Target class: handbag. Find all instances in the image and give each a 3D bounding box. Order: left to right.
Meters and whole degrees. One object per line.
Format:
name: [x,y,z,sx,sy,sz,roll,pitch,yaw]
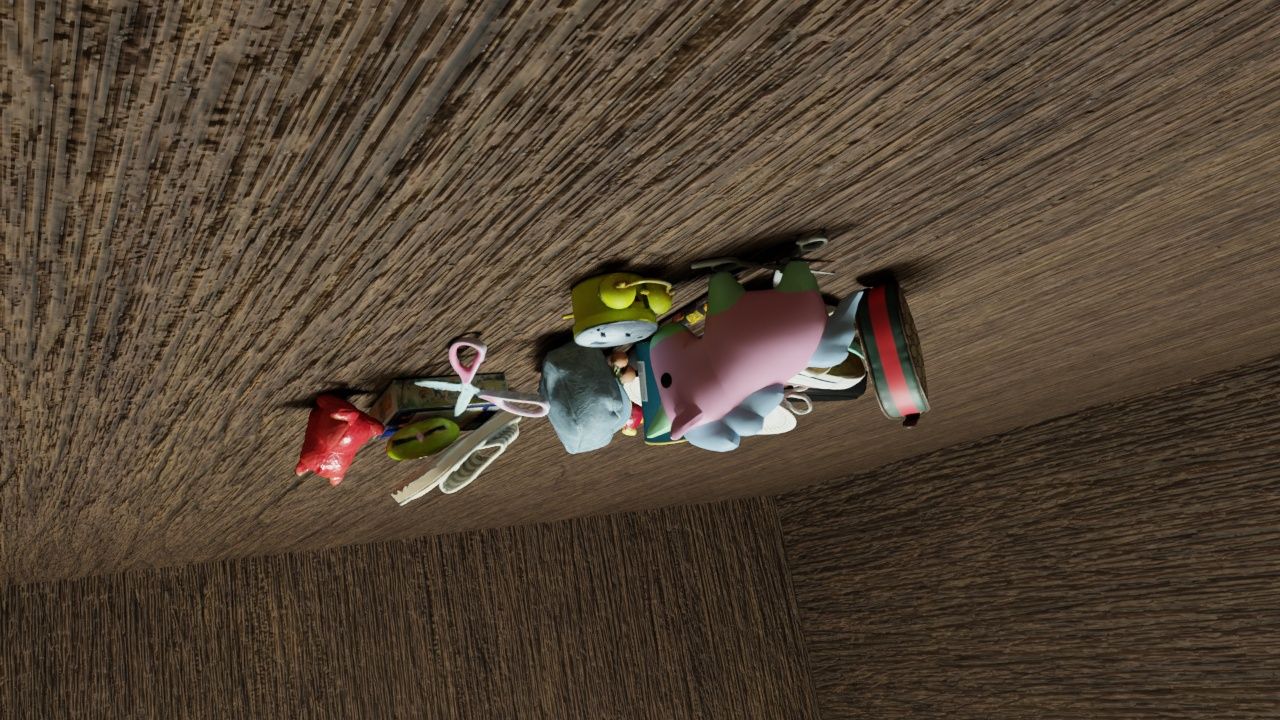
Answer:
handbag: [-0.061,0.038,1.106,0.118,0.121,0.192,-25,168,-14]
handbag: [0.298,-0.008,1.057,0.063,0.166,0.138,-16,178,26]

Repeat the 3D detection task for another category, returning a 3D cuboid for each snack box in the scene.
snack box: [-0.259,0.059,1.173,0.144,0.042,0.145,-2,164,-29]

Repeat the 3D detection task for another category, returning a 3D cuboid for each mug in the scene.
mug: [0.032,0.032,1.092,0.078,0.121,0.078,-10,-174,1]

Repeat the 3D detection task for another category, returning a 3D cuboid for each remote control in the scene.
remote control: [-0.007,0.007,1.197,0.041,0.020,0.152,-5,167,-18]

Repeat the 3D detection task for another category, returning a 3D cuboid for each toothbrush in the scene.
toothbrush: [0.262,-0.019,1.148,0.022,0.135,0.017,-31,128,-15]

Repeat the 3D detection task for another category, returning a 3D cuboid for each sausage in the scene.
sausage: [0.064,-0.055,1.006,0.020,0.020,0.156,-1,163,-34]

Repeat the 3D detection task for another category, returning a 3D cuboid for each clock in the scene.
clock: [-0.018,-0.051,0.883,0.083,0.057,0.119,3,161,-41]

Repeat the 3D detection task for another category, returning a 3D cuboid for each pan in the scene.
pan: [0.167,0.031,1.313,0.355,0.044,0.205,4,174,-32]

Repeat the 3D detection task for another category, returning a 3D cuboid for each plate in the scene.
plate: [0.093,0.056,1.253,0.242,0.016,0.243,13,164,4]

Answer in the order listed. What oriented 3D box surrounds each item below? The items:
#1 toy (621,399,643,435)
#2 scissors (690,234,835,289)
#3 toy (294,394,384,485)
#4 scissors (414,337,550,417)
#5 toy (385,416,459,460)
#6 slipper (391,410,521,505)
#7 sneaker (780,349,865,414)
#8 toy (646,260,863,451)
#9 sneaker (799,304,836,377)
toy: [0.010,0.075,1.400,0.106,0.067,0.137,-26,167,36]
scissors: [0.128,-0.094,0.910,0.174,0.014,0.142,-2,164,-20]
toy: [-0.363,0.096,1.101,0.088,0.093,0.133,27,151,-16]
scissors: [-0.176,0.035,1.042,0.168,0.014,0.171,26,143,-8]
toy: [-0.269,0.099,1.141,0.092,0.043,0.118,-19,173,-9]
slipper: [-0.222,0.124,1.165,0.115,0.054,0.272,-39,179,18]
sneaker: [0.189,0.011,1.193,0.240,0.118,0.088,6,139,-34]
toy: [0.108,-0.001,0.889,0.222,0.171,0.120,-7,169,18]
sneaker: [0.165,-0.032,1.064,0.079,0.087,0.235,19,-171,33]
